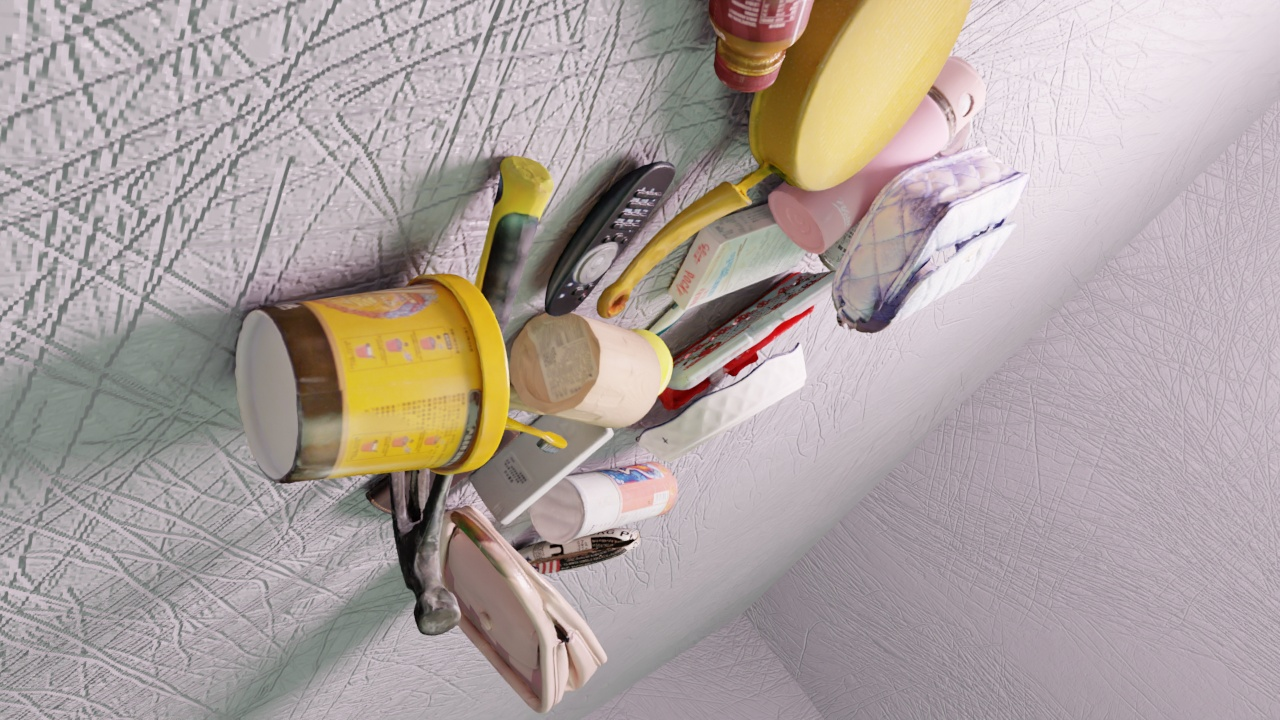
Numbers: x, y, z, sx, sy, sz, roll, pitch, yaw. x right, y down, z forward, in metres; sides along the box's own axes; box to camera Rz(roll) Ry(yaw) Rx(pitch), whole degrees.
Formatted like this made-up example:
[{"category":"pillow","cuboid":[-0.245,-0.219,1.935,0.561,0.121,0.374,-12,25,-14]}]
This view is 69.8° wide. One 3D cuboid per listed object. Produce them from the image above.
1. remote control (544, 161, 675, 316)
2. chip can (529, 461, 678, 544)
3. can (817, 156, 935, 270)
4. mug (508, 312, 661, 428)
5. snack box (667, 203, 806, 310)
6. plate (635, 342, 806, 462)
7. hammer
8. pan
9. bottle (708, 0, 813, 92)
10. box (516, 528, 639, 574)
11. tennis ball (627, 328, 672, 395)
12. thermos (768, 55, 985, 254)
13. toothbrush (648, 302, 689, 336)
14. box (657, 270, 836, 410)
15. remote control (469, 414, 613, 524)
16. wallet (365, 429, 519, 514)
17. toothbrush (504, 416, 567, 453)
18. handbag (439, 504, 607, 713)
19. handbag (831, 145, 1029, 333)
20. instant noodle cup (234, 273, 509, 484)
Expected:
[{"category":"remote control","cuboid":[-0.026,-0.086,0.632,0.137,0.024,0.053,-51,162,24]},{"category":"chip can","cuboid":[-0.035,0.158,1.049,0.071,0.071,0.214,-47,158,20]},{"category":"can","cuboid":[0.220,-0.146,0.871,0.058,0.058,0.147,-27,156,-29]},{"category":"mug","cuboid":[-0.060,0.013,0.724,0.125,0.084,0.103,-18,165,22]},{"category":"snack box","cuboid":[0.100,-0.100,0.810,0.156,0.027,0.085,-22,153,-37]},{"category":"plate","cuboid":[0.093,0.051,0.995,0.205,0.045,0.205,-29,175,-3]},{"category":"hammer","cuboid":[-0.115,0.022,0.595,0.031,0.126,0.324,2,124,-31]},{"category":"pan","cuboid":[0.095,-0.155,0.649,0.358,0.078,0.197,-54,156,13]},{"category":"bottle","cuboid":[0.069,-0.218,0.478,0.057,0.057,0.175,-31,158,-20]},{"category":"box","cuboid":[-0.080,0.220,1.076,0.164,0.052,0.068,-14,162,8]},{"category":"tennis ball","cuboid":[-0.005,0.005,0.795,0.065,0.065,0.066,-33,158,-15]},{"category":"thermos","cuboid":[0.202,-0.167,0.763,0.198,0.067,0.087,-41,130,-12]},{"category":"toothbrush","cuboid":[-0.009,-0.001,0.844,0.192,0.018,0.016,-43,159,12]},{"category":"box","cuboid":[0.104,-0.025,0.929,0.201,0.058,0.161,-35,174,-10]},{"category":"remote control","cuboid":[-0.090,0.087,0.836,0.135,0.056,0.019,-41,160,2]},{"category":"wallet","cuboid":[-0.162,0.087,0.770,0.122,0.020,0.096,-38,163,-5]},{"category":"toothbrush","cuboid":[-0.117,0.050,0.727,0.018,0.016,0.191,-42,148,13]},{"category":"handbag","cuboid":[-0.127,0.218,0.880,0.093,0.193,0.235,-37,152,-24]},{"category":"handbag","cuboid":[0.252,-0.104,0.786,0.193,0.075,0.134,-25,149,-42]},{"category":"instant noodle cup","cuboid":[-0.152,0.013,0.512,0.114,0.118,0.119,-9,144,-40]}]
